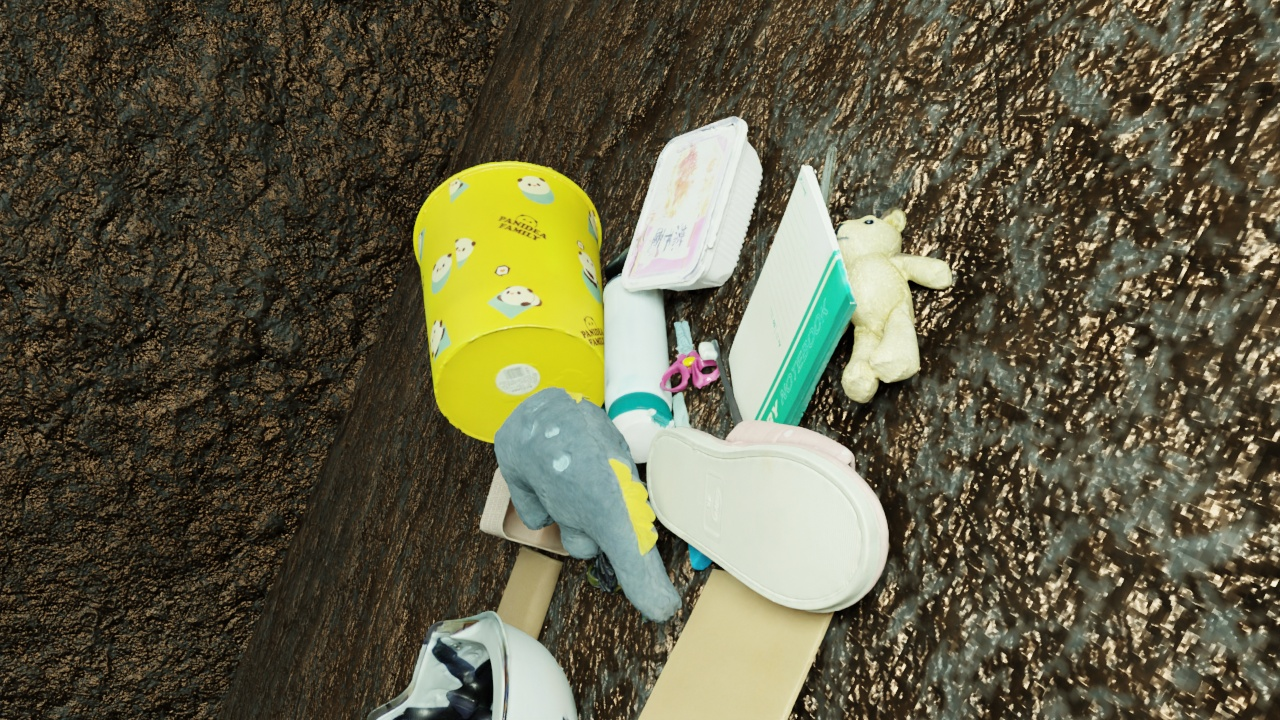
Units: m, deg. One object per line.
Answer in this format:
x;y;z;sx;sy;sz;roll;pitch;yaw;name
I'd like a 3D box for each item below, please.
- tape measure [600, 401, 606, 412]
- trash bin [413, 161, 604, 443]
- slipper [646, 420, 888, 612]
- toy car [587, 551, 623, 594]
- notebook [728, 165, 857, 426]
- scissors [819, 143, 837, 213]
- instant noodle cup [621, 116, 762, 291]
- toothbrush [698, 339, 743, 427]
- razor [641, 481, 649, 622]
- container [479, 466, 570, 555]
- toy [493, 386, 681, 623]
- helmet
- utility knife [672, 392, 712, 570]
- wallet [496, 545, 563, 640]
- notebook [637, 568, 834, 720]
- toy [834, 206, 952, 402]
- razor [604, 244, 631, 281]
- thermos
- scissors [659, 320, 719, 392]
-0.048;0.075;1.012;0.058;0.025;0.054;-63;23;13;tape measure
-0.142;-0.058;1.042;0.230;0.229;0.254;-51;34;34;trash bin
0.084;0.100;0.650;0.275;0.054;0.114;5;96;63;slipper
-0.032;0.149;0.880;0.158;0.042;0.070;-99;12;-46;toy car
0.107;-0.018;0.693;0.210;0.012;0.150;106;165;-45;notebook
0.127;-0.075;0.699;0.143;0.014;0.173;128;142;-77;scissors
0.059;-0.144;0.916;0.138;0.060;0.173;0;72;57;instant noodle cup
0.073;0.032;0.773;0.180;0.018;0.016;-104;14;-58;toothbrush
0.003;0.164;0.834;0.043;0.022;0.142;-50;29;32;razor
-0.119;0.162;1.017;0.111;0.090;0.090;-20;53;64;container
-0.067;0.096;0.818;0.357;0.091;0.138;27;125;57;toy
-0.135;0.356;0.813;0.259;0.146;0.229;-52;29;16;helmet
0.044;0.095;0.811;0.034;0.018;0.202;-54;26;30;utility knife
-0.128;0.268;1.012;0.090;0.033;0.115;-2;67;61;wallet
0.045;0.241;0.621;0.150;0.012;0.211;-14;41;60;notebook
0.157;-0.039;0.624;0.105;0.066;0.156;-39;30;40;toy
0.001;-0.116;1.048;0.067;0.062;0.168;-43;10;-21;razor
-0.005;0.005;0.915;0.073;0.073;0.223;-51;27;34;thermos
0.040;-0.007;0.883;0.064;0.017;0.135;-20;29;3;scissors
